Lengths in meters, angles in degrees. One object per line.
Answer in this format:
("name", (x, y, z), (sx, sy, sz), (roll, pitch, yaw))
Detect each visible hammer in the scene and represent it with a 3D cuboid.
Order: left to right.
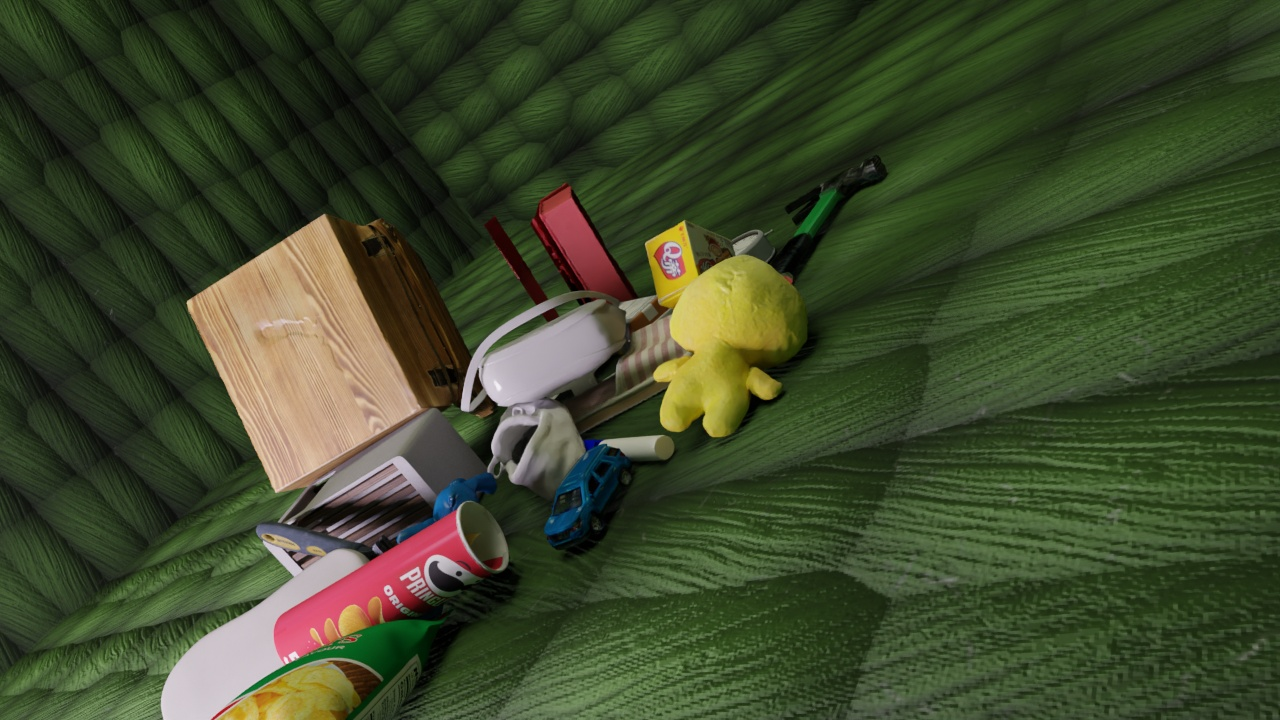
("hammer", (0.193, -0.144, 1.103), (0.131, 0.032, 0.317), (-20, 23, 43))

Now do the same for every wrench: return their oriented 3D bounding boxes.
("wrench", (-0.321, 0.205, 0.987), (0.274, 0.073, 0.022), (4, 38, 32))

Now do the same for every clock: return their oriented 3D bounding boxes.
("clock", (0.118, -0.123, 1.189), (0.122, 0.035, 0.094), (-38, 16, -10))

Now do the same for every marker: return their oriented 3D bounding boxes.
("marker", (-0.016, 0.086, 0.894), (0.133, 0.027, 0.023), (-12, 55, 56))

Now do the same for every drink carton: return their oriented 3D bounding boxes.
("drink carton", (-0.007, -0.045, 1.207), (0.076, 0.048, 0.125), (-44, 17, -23))

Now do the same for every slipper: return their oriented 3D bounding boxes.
("slipper", (-0.366, 0.299, 0.951), (0.266, 0.080, 0.113), (-40, 60, 2))
("slipper", (-0.122, 0.091, 0.998), (0.112, 0.074, 0.247), (-50, 17, -3))
("slipper", (-0.006, 0.006, 1.057), (0.263, 0.052, 0.114), (-32, 18, 16))

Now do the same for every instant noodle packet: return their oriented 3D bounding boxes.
("instant noodle packet", (-0.273, 0.289, 0.728), (0.196, 0.090, 0.252), (-31, 1, 14))

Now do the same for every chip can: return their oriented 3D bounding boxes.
("chip can", (-0.228, 0.211, 0.834), (0.221, 0.069, 0.069), (-32, 17, 14))

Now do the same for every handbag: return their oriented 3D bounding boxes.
("handbag", (-0.116, -0.016, 1.106), (0.216, 0.095, 0.222), (-27, 6, 0))

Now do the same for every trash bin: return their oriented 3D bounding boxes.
("trash bin", (-0.313, 0.176, 1.102), (0.229, 0.114, 0.114), (-31, 17, 20))

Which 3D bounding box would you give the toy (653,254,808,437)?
("toy", (0.082, -0.019, 0.855), (0.134, 0.092, 0.207), (10, 64, 24))

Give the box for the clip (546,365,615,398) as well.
("clip", (-0.065, 0.034, 1.151), (0.102, 0.052, 0.058), (-35, -13, 8))

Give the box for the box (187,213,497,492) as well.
("box", (-0.358, -0.020, 1.271), (0.287, 0.279, 0.334), (-29, -8, 12))

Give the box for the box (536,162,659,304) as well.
("box", (-0.039, -0.167, 1.338), (0.153, 0.214, 0.164), (-28, 18, 8))

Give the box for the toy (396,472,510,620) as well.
("toy", (-0.174, 0.169, 0.909), (0.113, 0.071, 0.176), (-11, 39, 11))

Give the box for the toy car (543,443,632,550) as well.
("toy car", (-0.050, 0.122, 0.835), (0.056, 0.043, 0.119), (-25, 20, 34))

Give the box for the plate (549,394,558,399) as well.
("plate", (-0.098, -0.007, 1.252), (0.135, 0.011, 0.134), (-58, 14, 22))

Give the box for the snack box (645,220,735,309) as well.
("snack box", (0.066, -0.105, 1.080), (0.061, 0.083, 0.105), (-25, -22, 33))
